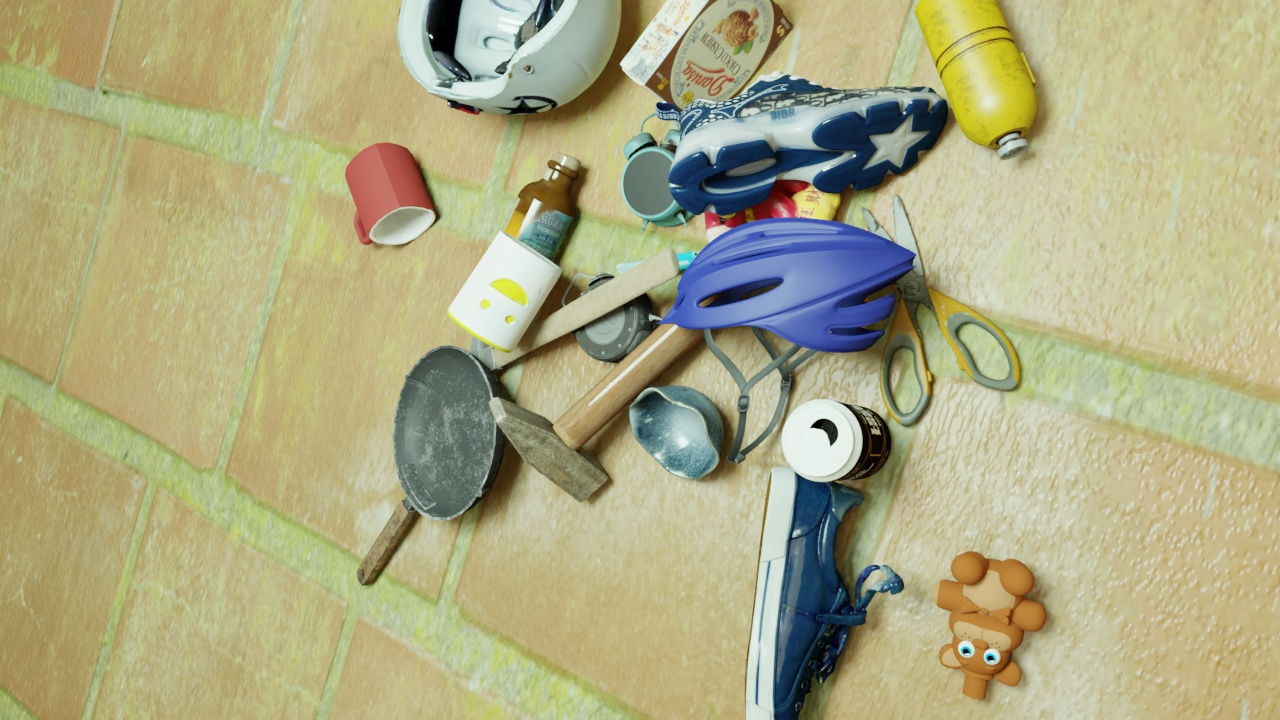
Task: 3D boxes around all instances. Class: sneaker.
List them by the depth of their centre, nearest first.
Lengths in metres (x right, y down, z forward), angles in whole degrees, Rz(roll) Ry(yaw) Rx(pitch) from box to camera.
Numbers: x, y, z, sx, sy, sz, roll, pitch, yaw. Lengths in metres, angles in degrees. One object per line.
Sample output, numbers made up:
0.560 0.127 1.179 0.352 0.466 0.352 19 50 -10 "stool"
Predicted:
0.163 0.252 0.853 0.127 0.120 0.294 9 86 6 "sneaker"
0.150 -0.232 0.877 0.269 0.103 0.132 -12 55 1 "sneaker"

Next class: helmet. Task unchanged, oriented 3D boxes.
0.133 -0.017 0.847 0.242 0.147 0.228 -2 96 27 "helmet"
-0.135 -0.380 1.029 0.264 0.163 0.236 2 82 35 "helmet"

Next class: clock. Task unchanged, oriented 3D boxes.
0.022 -0.204 0.985 0.090 0.053 0.124 -3 95 29 "clock"
-0.030 -0.046 1.004 0.123 0.043 0.091 42 109 30 "clock"

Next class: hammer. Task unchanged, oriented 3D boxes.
-0.006 0.006 0.952 0.301 0.158 0.037 -42 38 5 "hammer"
-0.085 -0.042 0.997 0.332 0.030 0.119 -26 69 41 "hammer"

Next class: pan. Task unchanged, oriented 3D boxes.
-0.259 0.144 1.101 0.207 0.040 0.358 50 119 35 "pan"

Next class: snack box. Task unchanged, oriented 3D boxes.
0.069 -0.319 0.923 0.147 0.143 0.041 -49 63 15 "snack box"

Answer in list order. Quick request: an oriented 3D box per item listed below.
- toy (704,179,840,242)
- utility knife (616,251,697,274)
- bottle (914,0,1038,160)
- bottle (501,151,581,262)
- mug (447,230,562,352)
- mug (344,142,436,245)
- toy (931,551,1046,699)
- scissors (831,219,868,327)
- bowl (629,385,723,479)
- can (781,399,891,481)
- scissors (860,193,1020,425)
0.131 -0.159 0.922 0.137 0.067 0.105 0 70 22 "toy"
0.039 -0.106 0.972 0.159 0.015 0.022 -8 121 41 "utility knife"
0.311 -0.261 0.831 0.071 0.071 0.163 -22 75 24 "bottle"
-0.114 -0.162 1.049 0.068 0.067 0.157 31 99 27 "bottle"
-0.145 -0.074 0.987 0.082 0.082 0.106 36 96 26 "mug"
-0.326 -0.201 1.161 0.117 0.080 0.096 -34 70 28 "mug"
0.296 0.230 0.793 0.095 0.065 0.128 10 95 26 "toy"
0.176 -0.079 0.918 0.084 0.012 0.133 -26 69 26 "scissors"
0.046 0.065 0.937 0.110 0.055 0.111 27 139 27 "bowl"
0.179 0.074 0.833 0.072 0.128 0.072 -3 83 28 "can"
0.254 -0.046 0.870 0.166 0.016 0.225 -38 69 19 "scissors"
